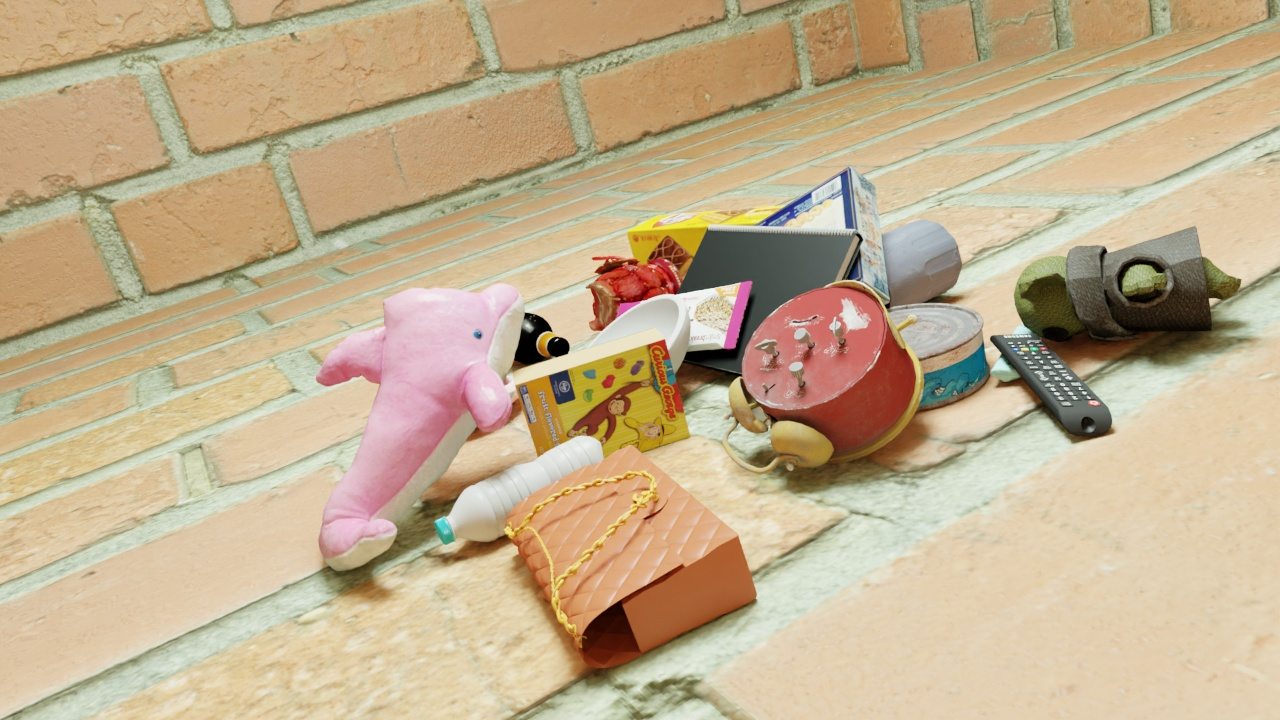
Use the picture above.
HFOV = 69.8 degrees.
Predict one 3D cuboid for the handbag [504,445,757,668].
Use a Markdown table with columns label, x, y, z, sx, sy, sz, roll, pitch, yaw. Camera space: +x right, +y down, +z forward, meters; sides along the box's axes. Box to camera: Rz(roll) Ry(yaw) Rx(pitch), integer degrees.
| label | x | y | z | sx | sy | sz | roll | pitch | yaw |
| --- | --- | --- | --- | --- | --- | --- | --- | --- | --- |
| handbag | -0.019 | 0.114 | 0.582 | 0.108 | 0.060 | 0.172 | -25 | 20 | -15 |

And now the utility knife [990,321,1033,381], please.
| label | x | y | z | sx | sy | sz | roll | pitch | yaw |
| --- | --- | --- | --- | --- | --- | --- | --- | --- | --- |
| utility knife | 0.317 | -0.017 | 0.764 | 0.022 | 0.015 | 0.165 | 12 | 27 | 26 |

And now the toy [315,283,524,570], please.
| label | x | y | z | sx | sy | sz | roll | pitch | yaw |
| --- | --- | --- | --- | --- | --- | --- | --- | --- | --- |
| toy | -0.189 | 0.033 | 0.721 | 0.187 | 0.128 | 0.265 | -10 | 49 | 59 |

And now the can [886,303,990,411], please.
| label | x | y | z | sx | sy | sz | roll | pitch | yaw |
| --- | --- | --- | --- | --- | --- | --- | --- | --- | --- |
| can | 0.215 | -0.004 | 0.752 | 0.130 | 0.044 | 0.129 | -14 | 18 | 5 |

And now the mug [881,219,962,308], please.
| label | x | y | z | sx | sy | sz | roll | pitch | yaw |
| --- | --- | --- | --- | --- | --- | --- | --- | --- | --- |
| mug | 0.244 | -0.082 | 0.925 | 0.103 | 0.084 | 0.124 | -24 | -7 | -26 |

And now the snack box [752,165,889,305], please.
| label | x | y | z | sx | sy | sz | roll | pitch | yaw |
| --- | --- | --- | --- | --- | --- | --- | --- | --- | --- |
| snack box | 0.158 | -0.091 | 0.873 | 0.145 | 0.042 | 0.144 | -28 | 45 | 38 |

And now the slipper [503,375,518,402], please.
| label | x | y | z | sx | sy | sz | roll | pitch | yaw |
| --- | --- | --- | --- | --- | --- | --- | --- | --- | --- |
| slipper | -0.203 | 0.029 | 0.977 | 0.106 | 0.056 | 0.222 | -26 | 20 | -34 |

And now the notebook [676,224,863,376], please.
| label | x | y | z | sx | sy | sz | roll | pitch | yaw |
| --- | --- | --- | --- | --- | --- | --- | --- | --- | --- |
| notebook | 0.102 | -0.059 | 0.866 | 0.207 | 0.016 | 0.149 | 14 | 77 | 55 |

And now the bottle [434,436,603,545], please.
| label | x | y | z | sx | sy | sz | roll | pitch | yaw |
| --- | --- | --- | --- | --- | --- | --- | --- | --- | --- |
| bottle | -0.089 | 0.101 | 0.692 | 0.136 | 0.044 | 0.044 | -24 | 20 | -24 |

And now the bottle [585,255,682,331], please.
| label | x | y | z | sx | sy | sz | roll | pitch | yaw |
| --- | --- | --- | --- | --- | --- | --- | --- | --- | --- |
| bottle | -0.014 | -0.078 | 1.074 | 0.111 | 0.099 | 0.099 | -23 | 20 | -31 |

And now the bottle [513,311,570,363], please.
| label | x | y | z | sx | sy | sz | roll | pitch | yaw |
| --- | --- | --- | --- | --- | --- | --- | --- | --- | --- |
| bottle | -0.134 | -0.027 | 1.074 | 0.059 | 0.059 | 0.182 | -25 | 21 | -26 |

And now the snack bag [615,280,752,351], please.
| label | x | y | z | sx | sy | sz | roll | pitch | yaw |
| --- | --- | --- | --- | --- | --- | --- | --- | --- | --- |
| snack bag | 0.031 | -0.036 | 0.913 | 0.197 | 0.016 | 0.070 | -5 | 64 | 51 |

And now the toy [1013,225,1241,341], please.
| label | x | y | z | sx | sy | sz | roll | pitch | yaw |
| --- | --- | --- | --- | --- | --- | --- | --- | --- | --- |
| toy | 0.374 | -0.054 | 0.715 | 0.153 | 0.078 | 0.179 | -9 | -5 | 30 |

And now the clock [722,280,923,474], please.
| label | x | y | z | sx | sy | sz | roll | pitch | yaw |
| --- | --- | --- | --- | --- | --- | --- | --- | --- | --- |
| clock | 0.122 | 0.015 | 0.663 | 0.159 | 0.081 | 0.117 | -45 | 37 | -4 |

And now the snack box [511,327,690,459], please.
| label | x | y | z | sx | sy | sz | roll | pitch | yaw |
| --- | --- | --- | --- | --- | --- | --- | --- | --- | --- |
| snack box | -0.033 | 0.036 | 0.764 | 0.125 | 0.088 | 0.040 | -17 | 19 | -6 |

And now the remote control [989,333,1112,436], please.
| label | x | y | z | sx | sy | sz | roll | pitch | yaw |
| --- | --- | --- | --- | --- | --- | --- | --- | --- | --- |
| remote control | 0.292 | 0.012 | 0.663 | 0.033 | 0.015 | 0.146 | -2 | 25 | 1 |

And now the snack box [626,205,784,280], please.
| label | x | y | z | sx | sy | sz | roll | pitch | yaw |
| --- | --- | --- | --- | --- | --- | --- | --- | --- | --- |
| snack box | 0.094 | -0.117 | 1.076 | 0.231 | 0.110 | 0.061 | 5 | 28 | 46 |

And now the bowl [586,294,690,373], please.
| label | x | y | z | sx | sy | sz | roll | pitch | yaw |
| --- | --- | --- | --- | --- | --- | --- | --- | --- | --- |
| bowl | -0.005 | 0.005 | 0.864 | 0.150 | 0.043 | 0.149 | -35 | 25 | 19 |
